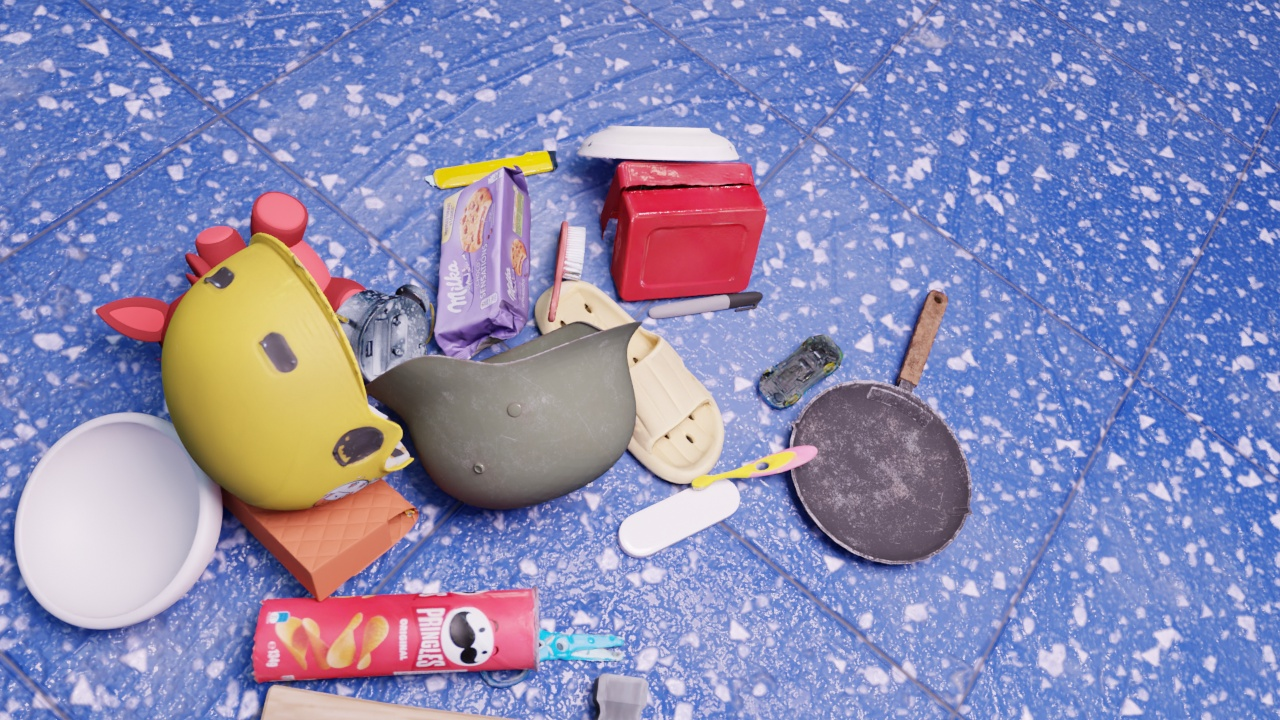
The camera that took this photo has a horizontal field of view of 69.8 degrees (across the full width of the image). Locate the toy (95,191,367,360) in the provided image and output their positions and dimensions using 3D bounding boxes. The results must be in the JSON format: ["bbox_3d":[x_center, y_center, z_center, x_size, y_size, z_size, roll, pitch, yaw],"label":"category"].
[{"bbox_3d":[-0.372,-0.047,0.868,0.196,0.121,0.158,-45,117,-27],"label":"toy"}]

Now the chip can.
[{"bbox_3d":[-0.204,0.235,0.788,0.233,0.073,0.073,0,64,-8],"label":"chip can"}]

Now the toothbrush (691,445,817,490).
[{"bbox_3d":[0.116,0.110,0.931,0.135,0.016,0.021,-14,61,-9],"label":"toothbrush"}]

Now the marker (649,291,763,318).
[{"bbox_3d":[0.075,-0.060,1.036,0.138,0.016,0.022,-11,90,-16],"label":"marker"}]

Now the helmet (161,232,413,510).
[{"bbox_3d":[-0.297,0.025,0.721,0.139,0.240,0.209,-36,69,-21],"label":"helmet"}]

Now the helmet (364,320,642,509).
[{"bbox_3d":[-0.101,0.052,0.831,0.226,0.269,0.154,-18,86,-58],"label":"helmet"}]

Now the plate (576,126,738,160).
[{"bbox_3d":[0.020,-0.245,1.030,0.182,0.182,0.034,-2,105,-14],"label":"plate"}]

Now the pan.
[{"bbox_3d":[0.281,0.059,1.010,0.207,0.040,0.355,27,60,2],"label":"pan"}]

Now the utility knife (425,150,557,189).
[{"bbox_3d":[-0.170,-0.220,1.058,0.155,0.017,0.030,-12,63,-19],"label":"utility knife"}]

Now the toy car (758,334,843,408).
[{"bbox_3d":[0.175,0.013,1.011,0.105,0.032,0.048,-37,78,-16],"label":"toy car"}]

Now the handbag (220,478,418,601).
[{"bbox_3d":[-0.296,0.121,0.822,0.172,0.060,0.108,34,51,25],"label":"handbag"}]

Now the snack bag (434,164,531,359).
[{"bbox_3d":[-0.159,-0.099,0.956,0.058,0.097,0.205,31,49,-48],"label":"snack bag"}]

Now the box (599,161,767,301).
[{"bbox_3d":[0.046,-0.142,1.004,0.157,0.137,0.122,-3,64,-12],"label":"box"}]

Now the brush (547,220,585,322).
[{"bbox_3d":[-0.077,-0.094,0.969,0.030,0.041,0.172,10,36,-7],"label":"brush"}]

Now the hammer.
[{"bbox_3d":[-0.152,0.314,0.779,0.322,0.051,0.117,10,67,-7],"label":"hammer"}]

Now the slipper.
[{"bbox_3d":[-0.006,0.006,0.950,0.111,0.079,0.261,-36,76,-29],"label":"slipper"}]

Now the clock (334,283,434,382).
[{"bbox_3d":[-0.244,-0.026,0.894,0.052,0.090,0.129,19,22,29],"label":"clock"}]

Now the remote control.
[{"bbox_3d":[0.039,0.157,0.920,0.136,0.013,0.043,-22,71,-21],"label":"remote control"}]

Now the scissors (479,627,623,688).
[{"bbox_3d":[-0.080,0.269,0.840,0.140,0.015,0.083,13,60,-8],"label":"scissors"}]

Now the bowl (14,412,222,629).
[{"bbox_3d":[-0.430,0.136,0.780,0.177,0.066,0.176,-2,77,8],"label":"bowl"}]
